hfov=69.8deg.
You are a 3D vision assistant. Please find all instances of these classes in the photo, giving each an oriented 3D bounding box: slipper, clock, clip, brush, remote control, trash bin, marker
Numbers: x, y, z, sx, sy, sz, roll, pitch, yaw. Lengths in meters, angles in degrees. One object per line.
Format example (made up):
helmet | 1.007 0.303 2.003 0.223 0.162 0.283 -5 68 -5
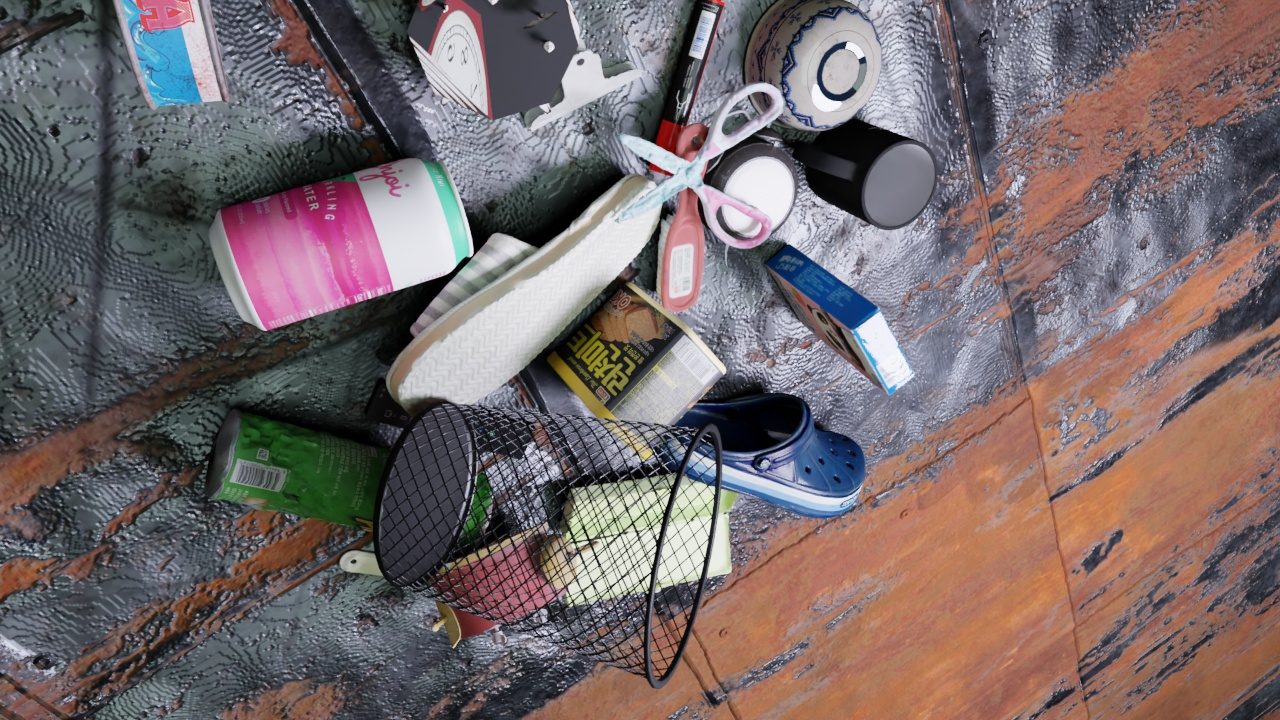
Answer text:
slipper | -0.089 -0.057 0.733 0.272 0.054 0.114 -40 150 -16
clock | -0.098 -0.241 0.618 0.114 0.065 0.155 3 125 -5
clock | -0.108 0.198 0.819 0.158 0.117 0.081 -22 84 -7
clip | -0.050 -0.222 0.706 0.101 0.041 0.054 -30 143 -10
slipper | 0.130 0.082 0.895 0.252 0.105 0.095 13 116 -28
brush | 0.034 -0.121 0.779 0.040 0.030 0.173 -13 127 -24
clock | 0.092 -0.150 0.793 0.091 0.044 0.123 -25 123 -12
remote control | -0.162 0.053 0.798 0.150 0.013 0.034 20 106 -32
trash bin | -0.065 0.119 0.671 0.210 0.183 0.184 10 118 16
brush | -0.178 0.206 0.873 0.217 0.012 0.033 18 107 -30
marker | 0.038 -0.223 0.742 0.021 0.023 0.145 -6 121 -49

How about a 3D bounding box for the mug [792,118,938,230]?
mug | 0.187 -0.168 0.802 0.113 0.088 0.078 8 111 -29

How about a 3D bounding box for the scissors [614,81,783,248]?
scissors | 0.057 -0.161 0.732 0.170 0.014 0.168 21 101 -33

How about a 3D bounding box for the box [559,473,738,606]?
box | 0.011 0.170 0.923 0.187 0.048 0.141 -7 115 -22

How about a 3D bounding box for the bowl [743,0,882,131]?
bowl | 0.150 -0.244 0.762 0.115 0.059 0.116 -11 120 -20

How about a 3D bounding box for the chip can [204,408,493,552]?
chip can | -0.235 0.102 0.753 0.223 0.075 0.075 20 105 -31

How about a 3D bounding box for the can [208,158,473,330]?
can | -0.211 -0.086 0.656 0.165 0.088 0.088 -20 122 -15

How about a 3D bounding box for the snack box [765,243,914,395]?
snack box | 0.176 -0.040 0.824 0.033 0.154 0.088 -38 125 0

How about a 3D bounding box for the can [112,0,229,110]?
can | -0.276 -0.215 0.532 0.044 0.130 0.130 -12 120 -20

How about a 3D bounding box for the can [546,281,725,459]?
can | -0.005 0.005 0.777 0.101 0.131 0.072 -46 125 -1
